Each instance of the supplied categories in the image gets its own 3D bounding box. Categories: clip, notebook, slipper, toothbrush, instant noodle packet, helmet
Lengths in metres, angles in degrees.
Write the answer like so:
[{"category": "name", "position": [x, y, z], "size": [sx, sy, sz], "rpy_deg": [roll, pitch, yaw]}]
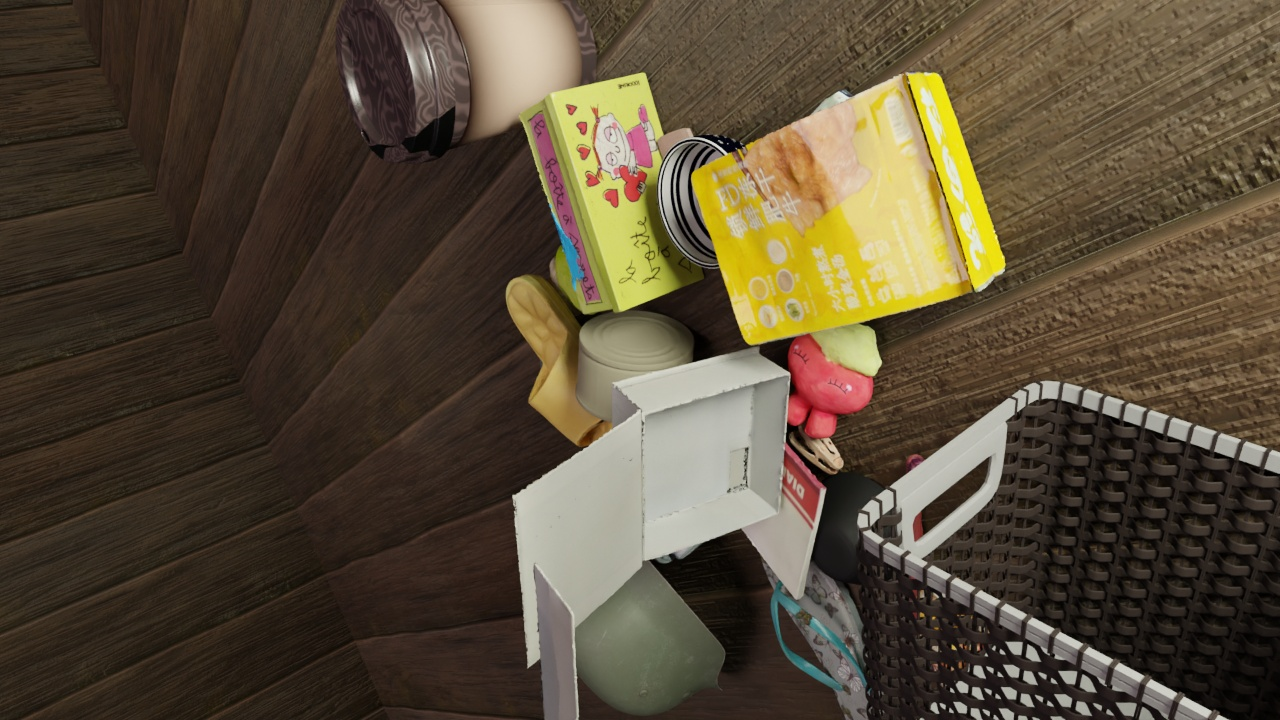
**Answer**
[{"category": "clip", "position": [0.176, 0.080, 0.893], "size": [0.061, 0.025, 0.045], "rpy_deg": [41, 139, 21]}, {"category": "notebook", "position": [0.119, 0.122, 0.950], "size": [0.208, 0.012, 0.153], "rpy_deg": [-128, 33, -47]}, {"category": "slipper", "position": [0.197, 0.302, 0.962], "size": [0.098, 0.054, 0.268], "rpy_deg": [-36, 81, 52]}, {"category": "slipper", "position": [-0.097, 0.016, 1.097], "size": [0.263, 0.078, 0.100], "rpy_deg": [59, 141, 10]}, {"category": "toothbrush", "position": [0.255, 0.174, 0.842], "size": [0.016, 0.016, 0.190], "rpy_deg": [-85, -11, -69]}, {"category": "instant noodle packet", "position": [0.150, -0.110, 0.730], "size": [0.222, 0.084, 0.163], "rpy_deg": [-15, 98, 41]}, {"category": "helmet", "position": [-0.011, 0.335, 1.117], "size": [0.268, 0.153, 0.227], "rpy_deg": [53, 172, -29]}]

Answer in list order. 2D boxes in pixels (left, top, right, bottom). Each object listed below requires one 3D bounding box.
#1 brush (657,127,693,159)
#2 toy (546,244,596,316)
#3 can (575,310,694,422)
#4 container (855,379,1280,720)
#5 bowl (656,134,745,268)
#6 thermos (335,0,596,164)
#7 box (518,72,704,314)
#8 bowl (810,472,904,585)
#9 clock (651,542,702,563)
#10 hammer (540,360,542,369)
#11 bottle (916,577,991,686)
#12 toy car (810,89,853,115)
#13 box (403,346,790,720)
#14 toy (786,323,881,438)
[{"category": "brush", "position": [0.058, -0.165, 0.920], "size": [0.050, 0.015, 0.136], "rpy_deg": [-4, 111, 53]}, {"category": "toy", "position": [-0.080, -0.094, 1.110], "size": [0.118, 0.043, 0.092], "rpy_deg": [-27, 90, 58]}, {"category": "can", "position": [-0.006, 0.006, 0.996], "size": [0.128, 0.127, 0.073], "rpy_deg": [32, 130, 39]}, {"category": "container", "position": [0.305, 0.199, 0.605], "size": [0.246, 0.246, 0.244], "rpy_deg": [25, 131, 43]}, {"category": "bowl", "position": [0.079, -0.152, 0.850], "size": [0.120, 0.066, 0.120], "rpy_deg": [29, 130, 41]}, {"category": "thermos", "position": [-0.173, -0.307, 0.953], "size": [0.173, 0.225, 0.173], "rpy_deg": [29, 130, 41]}, {"category": "box", "position": [-0.027, -0.166, 0.935], "size": [0.079, 0.124, 0.221], "rpy_deg": [-7, 101, 56]}, {"category": "bowl", "position": [0.199, 0.175, 0.887], "size": [0.124, 0.052, 0.124], "rpy_deg": [29, 130, 41]}, {"category": "clock", "position": [0.049, 0.193, 1.068], "size": [0.057, 0.083, 0.118], "rpy_deg": [48, 140, 14]}, {"category": "hammer", "position": [-0.025, 0.055, 1.116], "size": [0.331, 0.033, 0.132], "rpy_deg": [30, 128, 45]}, {"category": "bottle", "position": [0.280, 0.249, 0.815], "size": [0.063, 0.063, 0.109], "rpy_deg": [10, 117, 50]}, {"category": "toy car", "position": [0.148, -0.180, 0.776], "size": [0.048, 0.033, 0.106], "rpy_deg": [59, 145, 8]}, {"category": "box", "position": [-0.031, 0.123, 0.777], "size": [0.108, 0.417, 0.166], "rpy_deg": [25, 126, 42]}, {"category": "toy", "position": [0.170, 0.014, 0.841], "size": [0.091, 0.045, 0.135], "rpy_deg": [46, 134, 30]}]
